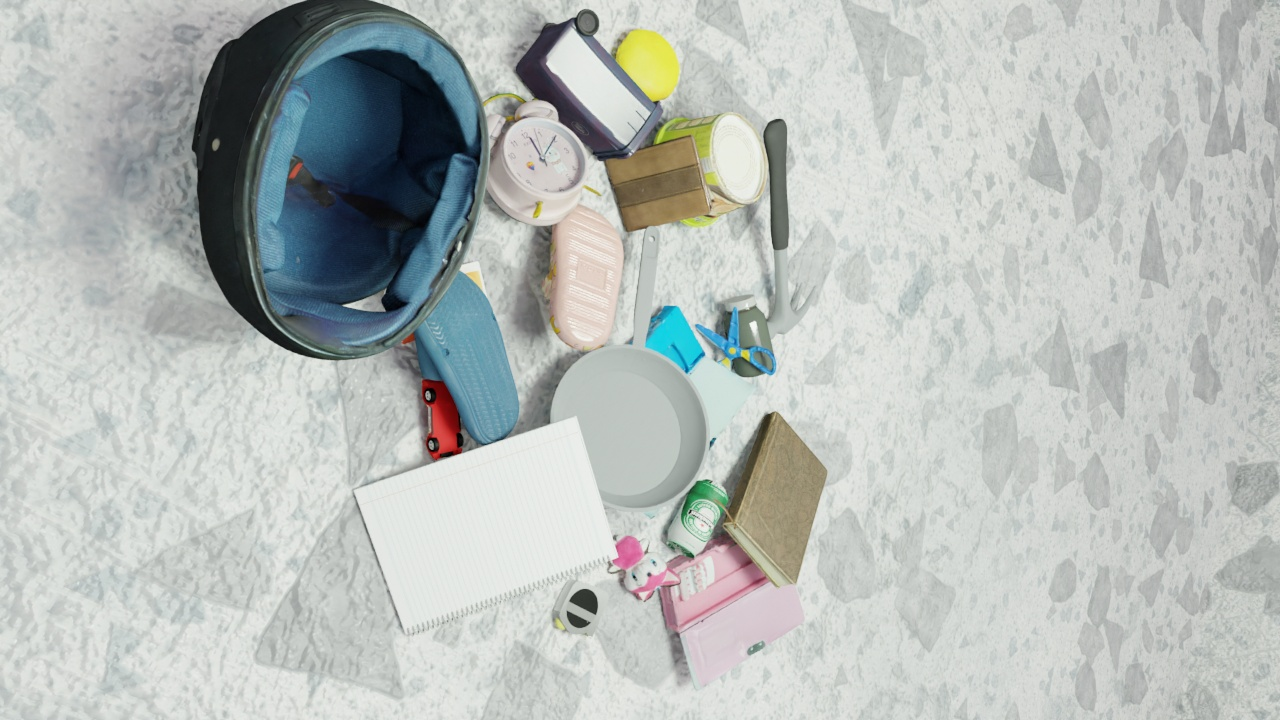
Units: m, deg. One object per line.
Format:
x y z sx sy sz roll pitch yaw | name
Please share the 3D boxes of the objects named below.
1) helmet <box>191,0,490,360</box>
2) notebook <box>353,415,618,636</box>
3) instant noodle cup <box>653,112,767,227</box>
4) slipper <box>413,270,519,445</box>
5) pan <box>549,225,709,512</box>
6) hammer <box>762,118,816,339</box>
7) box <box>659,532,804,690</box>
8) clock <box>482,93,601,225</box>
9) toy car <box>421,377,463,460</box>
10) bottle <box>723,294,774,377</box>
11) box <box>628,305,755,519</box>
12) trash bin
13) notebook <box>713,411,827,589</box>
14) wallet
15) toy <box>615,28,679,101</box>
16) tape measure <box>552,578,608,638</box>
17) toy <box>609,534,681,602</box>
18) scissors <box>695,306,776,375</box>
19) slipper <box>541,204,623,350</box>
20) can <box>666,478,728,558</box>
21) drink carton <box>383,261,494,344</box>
-0.274 -0.157 0.825 0.248 0.236 0.316 18 82 -37 | helmet
-0.162 0.182 1.003 0.245 0.013 0.178 -18 103 -11 | notebook
0.094 -0.253 1.192 0.146 0.098 0.146 9 78 -46 | instant noodle cup
-0.191 -0.006 0.987 0.103 0.059 0.214 -47 126 -44 | slipper
-0.007 0.006 1.111 0.200 0.051 0.356 12 70 -19 | pan
0.197 -0.181 1.281 0.124 0.029 0.311 -31 126 -37 | hammer
0.131 0.330 1.287 0.232 0.039 0.179 -16 97 -38 | box
-0.124 -0.233 1.040 0.116 0.059 0.158 -29 85 -32 | clock
-0.219 0.062 1.010 0.038 0.025 0.089 -9 99 -45 | toy car
0.150 -0.034 1.280 0.060 0.060 0.108 -24 106 -36 | bottle
0.015 0.065 1.171 0.170 0.071 0.242 44 63 -4 | box
-0.056 -0.320 1.088 0.161 0.094 0.092 41 76 -30 | trash bin
0.183 0.182 1.290 0.190 0.035 0.214 49 46 -25 | notebook
0.024 -0.219 1.143 0.026 0.121 0.099 -43 120 -61 | wallet
0.010 -0.377 1.173 0.095 0.041 0.094 -40 110 -30 | toy
-0.075 0.308 1.136 0.065 0.017 0.064 36 69 -34 | tape measure
0.000 0.268 1.171 0.065 0.050 0.102 -39 107 5 | toy
0.124 -0.008 1.257 0.125 0.127 0.015 36 20 5 | scissors
-0.074 -0.090 1.083 0.093 0.082 0.197 16 56 -27 | slipper
0.077 0.210 1.232 0.053 0.053 0.101 45 64 -30 | can
-0.217 -0.065 1.006 0.122 0.039 0.069 -22 104 -43 | drink carton
